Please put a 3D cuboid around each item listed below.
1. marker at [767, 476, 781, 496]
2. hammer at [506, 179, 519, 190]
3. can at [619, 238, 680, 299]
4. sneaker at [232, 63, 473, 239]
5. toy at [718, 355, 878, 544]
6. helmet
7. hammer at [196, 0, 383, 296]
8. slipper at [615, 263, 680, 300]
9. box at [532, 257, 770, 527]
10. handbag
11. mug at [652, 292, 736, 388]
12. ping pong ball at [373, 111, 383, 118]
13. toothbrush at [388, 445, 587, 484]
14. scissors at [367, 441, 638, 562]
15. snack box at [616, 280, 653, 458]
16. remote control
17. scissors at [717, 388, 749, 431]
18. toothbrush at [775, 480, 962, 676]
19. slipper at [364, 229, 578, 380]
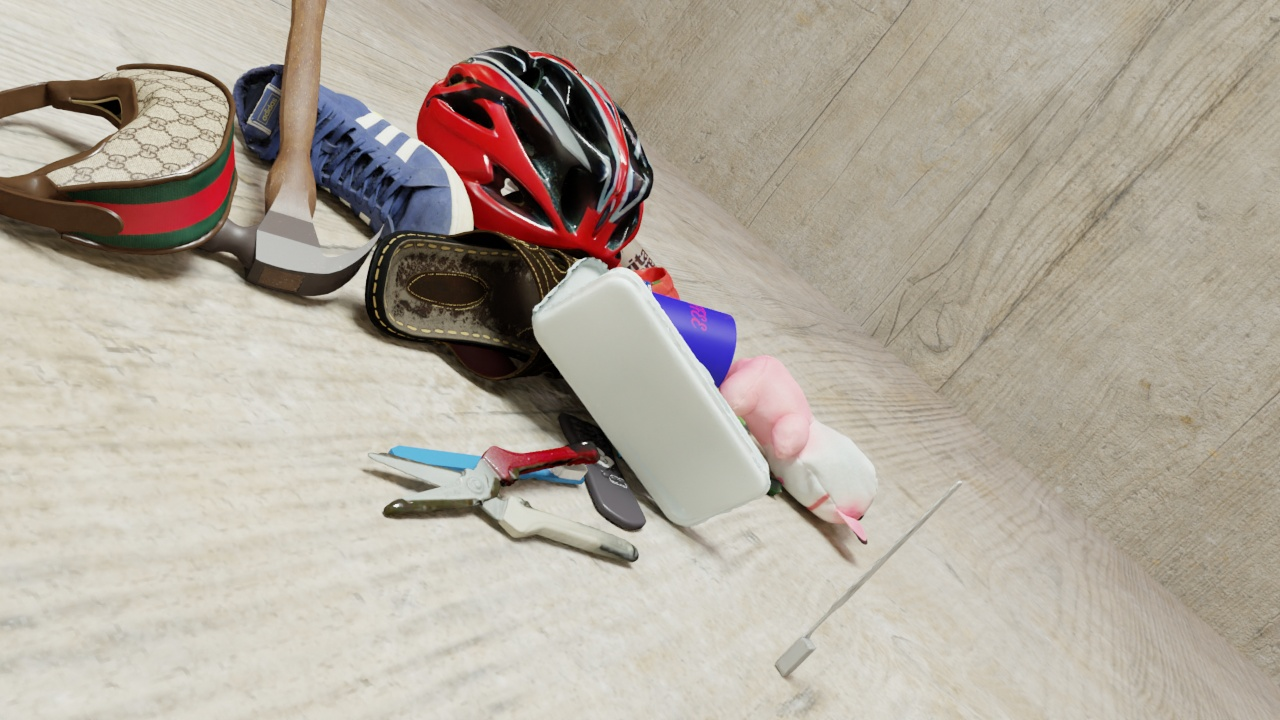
[{"bbox_3d":[0.080,0.094,0.882,0.146,0.017,0.017,31,18,-26],"label":"marker"},{"bbox_3d":[-0.103,-0.157,1.140,0.137,0.035,0.314,34,17,-21],"label":"hammer"},{"bbox_3d":[-0.009,-0.109,1.122,0.135,0.054,0.054,50,11,-23],"label":"can"},{"bbox_3d":[-0.245,-0.170,0.758,0.233,0.091,0.118,46,13,28],"label":"sneaker"},{"bbox_3d":[0.165,0.086,0.941,0.213,0.084,0.142,49,8,-1],"label":"toy"},{"bbox_3d":[-0.095,-0.196,0.872,0.217,0.167,0.272,17,32,-47],"label":"helmet"},{"bbox_3d":[-0.252,-0.179,0.680,0.115,0.033,0.322,15,47,-32],"label":"hammer"},{"bbox_3d":[0.009,-0.083,1.047,0.249,0.059,0.103,47,9,-10],"label":"slipper"},{"bbox_3d":[0.012,0.011,0.713,0.215,0.107,0.124,57,21,-17],"label":"box"},{"bbox_3d":[-0.308,-0.119,0.524,0.138,0.063,0.166,3,40,-17],"label":"handbag"},{"bbox_3d":[0.030,-0.003,0.871,0.083,0.111,0.079,15,26,-18],"label":"mug"},{"bbox_3d":[-0.285,-0.241,0.962,0.040,0.040,0.040,35,16,-12],"label":"ping pong ball"},{"bbox_3d":[-0.091,0.066,0.591,0.166,0.014,0.016,17,27,-52],"label":"toothbrush"},{"bbox_3d":[-0.071,0.082,0.568,0.179,0.015,0.186,44,28,-11],"label":"scissors"},{"bbox_3d":[-0.005,0.005,0.775,0.082,0.027,0.150,-4,83,-68],"label":"snack box"},{"bbox_3d":[-0.029,0.082,0.691,0.046,0.009,0.124,27,19,-35],"label":"remote control"},{"bbox_3d":[0.071,0.022,1.067,0.171,0.023,0.167,44,22,32],"label":"scissors"},{"bbox_3d":[0.147,0.144,0.591,0.010,0.182,0.010,16,30,-42],"label":"toothbrush"},{"bbox_3d":[-0.093,-0.039,0.718,0.076,0.113,0.267,12,0,37],"label":"slipper"}]
